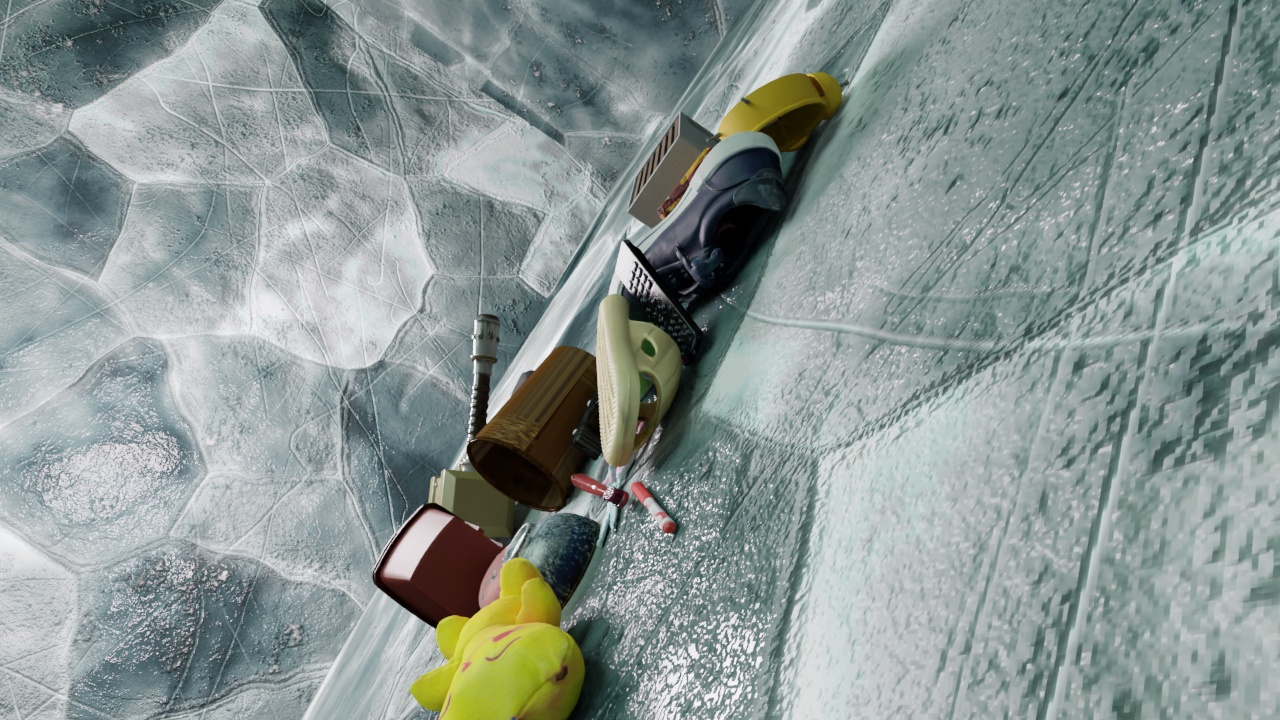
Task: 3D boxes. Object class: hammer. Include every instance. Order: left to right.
[{"bbox_3d":[-0.237,0.092,1.337,0.191,0.100,0.324,150,126,-68],"label":"hammer"}]

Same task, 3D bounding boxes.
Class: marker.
[{"bbox_3d":[0.009,0.117,0.739,0.013,0.013,0.142,-58,11,-2],"label":"marker"}]

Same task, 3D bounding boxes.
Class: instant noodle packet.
[{"bbox_3d":[0.083,-0.188,1.050,0.135,0.039,0.099,3,-52,-55],"label":"instant noodle packet"}]

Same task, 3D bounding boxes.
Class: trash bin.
[{"bbox_3d":[0.067,-0.236,1.218,0.115,0.114,0.228,-54,11,20],"label":"trash bin"}]

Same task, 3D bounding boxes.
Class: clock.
[{"bbox_3d":[-0.006,0.006,1.050,0.095,0.042,0.119,-52,11,24],"label":"clock"},{"bbox_3d":[0.149,-0.257,0.972,0.151,0.052,0.114,-21,-12,-33],"label":"clock"}]

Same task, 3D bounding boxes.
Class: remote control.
[{"bbox_3d":[0.020,-0.061,0.933,0.150,0.022,0.047,55,146,32],"label":"remote control"}]

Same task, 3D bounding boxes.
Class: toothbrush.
[{"bbox_3d":[-0.044,0.123,0.888,0.016,0.016,0.190,-63,13,-9],"label":"toothbrush"}]

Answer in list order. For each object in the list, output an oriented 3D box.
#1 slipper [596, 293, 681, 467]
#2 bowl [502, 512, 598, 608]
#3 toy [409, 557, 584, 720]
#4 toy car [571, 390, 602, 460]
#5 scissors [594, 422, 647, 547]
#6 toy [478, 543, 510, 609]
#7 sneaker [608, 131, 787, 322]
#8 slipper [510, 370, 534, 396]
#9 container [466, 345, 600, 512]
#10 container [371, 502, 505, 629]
[{"bbox_3d":[-0.002,0.015,0.905,0.261,0.079,0.111,-101,18,-62],"label":"slipper"},{"bbox_3d":[-0.095,0.190,0.874,0.114,0.060,0.114,-55,11,17],"label":"bowl"},{"bbox_3d":[-0.105,0.242,0.706,0.134,0.087,0.194,-41,13,-5],"label":"toy"},{"bbox_3d":[-0.047,0.070,1.047,0.037,0.040,0.092,-47,13,42],"label":"toy car"},{"bbox_3d":[-0.031,0.130,0.896,0.103,0.016,0.178,-49,17,36],"label":"scissors"},{"bbox_3d":[-0.136,0.235,0.953,0.090,0.051,0.110,-58,11,5],"label":"toy"},{"bbox_3d":[0.059,-0.101,0.984,0.296,0.120,0.127,-47,49,45],"label":"sneaker"},{"bbox_3d":[-0.126,0.086,1.294,0.113,0.075,0.268,-65,24,8],"label":"slipper"},{"bbox_3d":[-0.109,0.076,1.110,0.166,0.132,0.132,-57,9,-32],"label":"container"},{"bbox_3d":[-0.228,0.245,1.083,0.126,0.148,0.201,-56,18,-23],"label":"container"}]
